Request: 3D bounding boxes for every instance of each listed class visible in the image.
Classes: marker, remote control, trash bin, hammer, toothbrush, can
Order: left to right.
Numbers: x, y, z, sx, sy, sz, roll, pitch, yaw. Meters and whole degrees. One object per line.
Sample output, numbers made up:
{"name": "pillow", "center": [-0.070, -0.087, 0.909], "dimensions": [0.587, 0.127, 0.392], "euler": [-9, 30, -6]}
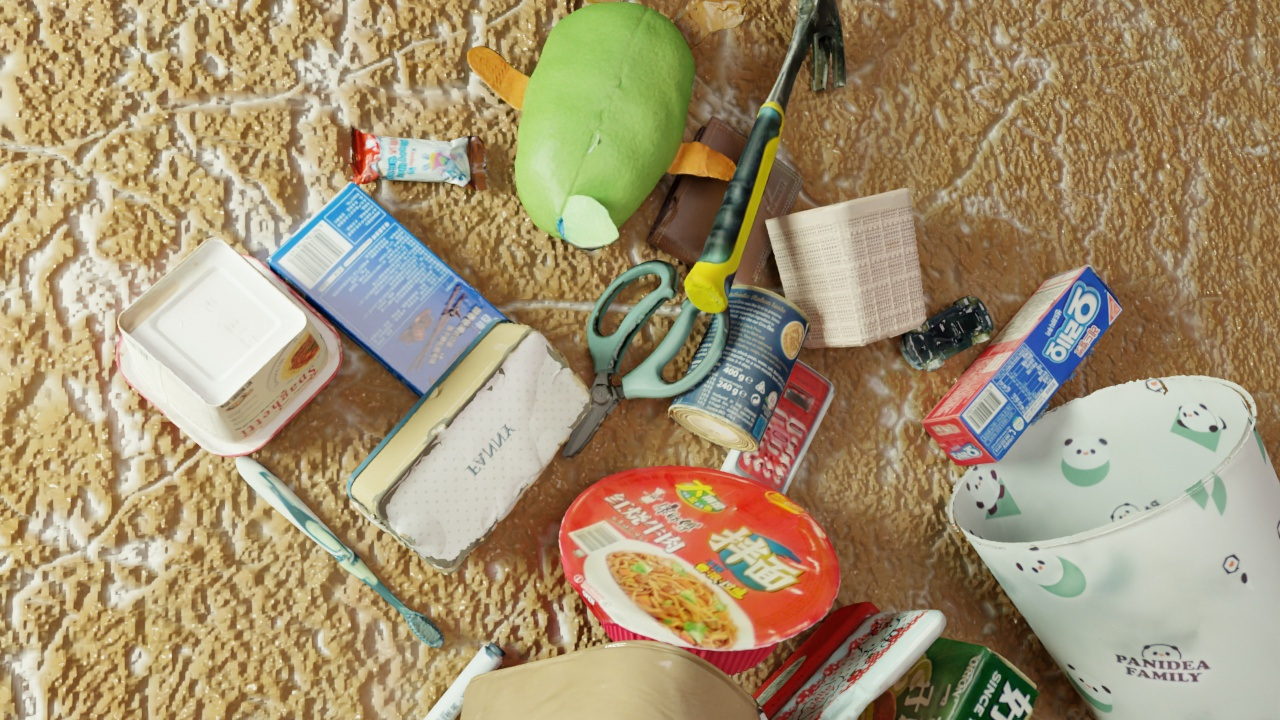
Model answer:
{"name": "toothbrush", "center": [-0.205, 0.132, 0.629], "dimensions": [0.191, 0.018, 0.016], "euler": [45, 71, -6]}
{"name": "marker", "center": [-0.139, 0.251, 0.629], "dimensions": [0.022, 0.018, 0.130], "euler": [47, 71, -14]}
{"name": "can", "center": [0.077, 0.008, 0.711], "dimensions": [0.075, 0.075, 0.111], "euler": [29, 73, -11]}
{"name": "hammer", "center": [0.101, -0.177, 0.720], "dimensions": [0.126, 0.032, 0.322], "euler": [48, 55, -46]}
{"name": "remote control", "center": [0.109, 0.063, 0.741], "dimensions": [0.056, 0.020, 0.135], "euler": [34, 72, -10]}
{"name": "trash bin", "center": [0.408, 0.176, 0.718], "dimensions": [0.229, 0.230, 0.252], "euler": [-36, 98, -20]}

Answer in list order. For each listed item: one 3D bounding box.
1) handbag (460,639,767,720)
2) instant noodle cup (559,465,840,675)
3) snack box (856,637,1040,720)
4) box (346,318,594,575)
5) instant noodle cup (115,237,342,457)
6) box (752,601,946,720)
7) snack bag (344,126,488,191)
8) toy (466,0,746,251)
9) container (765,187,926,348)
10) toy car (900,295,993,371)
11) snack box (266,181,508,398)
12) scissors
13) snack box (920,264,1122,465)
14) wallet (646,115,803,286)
{"name": "handbag", "center": [-0.023, 0.242, 0.570], "dimensions": [0.147, 0.205, 0.099], "euler": [30, 51, -28]}
{"name": "instant noodle cup", "center": [0.036, 0.151, 0.638], "dimensions": [0.193, 0.193, 0.066], "euler": [-1, 118, -18]}
{"name": "snack box", "center": [0.183, 0.317, 0.669], "dimensions": [0.063, 0.115, 0.239], "euler": [41, 72, -8]}
{"name": "box", "center": [-0.111, 0.052, 0.639], "dimensions": [0.184, 0.060, 0.090], "euler": [-50, 122, -22]}
{"name": "instant noodle cup", "center": [-0.261, -0.011, 0.580], "dimensions": [0.116, 0.124, 0.116], "euler": [43, 71, -7]}
{"name": "box", "center": [0.112, 0.242, 0.638], "dimensions": [0.200, 0.158, 0.038], "euler": [-38, 79, -20]}
{"name": "snack bag", "center": [-0.167, -0.150, 0.687], "dimensions": [0.105, 0.026, 0.045], "euler": [-1, 77, -20]}
{"name": "toy", "center": [-0.024, -0.198, 0.708], "dimensions": [0.227, 0.090, 0.246], "euler": [21, 78, -1]}
{"name": "container", "center": [0.168, -0.072, 0.737], "dimensions": [0.090, 0.090, 0.111], "euler": [-17, 97, -30]}
{"name": "toy car", "center": [0.265, -0.023, 0.799], "dimensions": [0.090, 0.034, 0.043], "euler": [-28, 92, -18]}
{"name": "snack box", "center": [-0.178, -0.046, 0.664], "dimensions": [0.157, 0.026, 0.084], "euler": [42, 71, -7]}
{"name": "scissors", "center": [-0.001, 0.011, 0.687], "dimensions": [0.139, 0.019, 0.179], "euler": [25, 79, 26]}
{"name": "snack box", "center": [0.337, 0.003, 0.804], "dimensions": [0.207, 0.058, 0.057], "euler": [-44, 95, -19]}
{"name": "wallet", "center": [0.073, -0.124, 0.758], "dimensions": [0.101, 0.032, 0.124], "euler": [29, 74, -13]}
